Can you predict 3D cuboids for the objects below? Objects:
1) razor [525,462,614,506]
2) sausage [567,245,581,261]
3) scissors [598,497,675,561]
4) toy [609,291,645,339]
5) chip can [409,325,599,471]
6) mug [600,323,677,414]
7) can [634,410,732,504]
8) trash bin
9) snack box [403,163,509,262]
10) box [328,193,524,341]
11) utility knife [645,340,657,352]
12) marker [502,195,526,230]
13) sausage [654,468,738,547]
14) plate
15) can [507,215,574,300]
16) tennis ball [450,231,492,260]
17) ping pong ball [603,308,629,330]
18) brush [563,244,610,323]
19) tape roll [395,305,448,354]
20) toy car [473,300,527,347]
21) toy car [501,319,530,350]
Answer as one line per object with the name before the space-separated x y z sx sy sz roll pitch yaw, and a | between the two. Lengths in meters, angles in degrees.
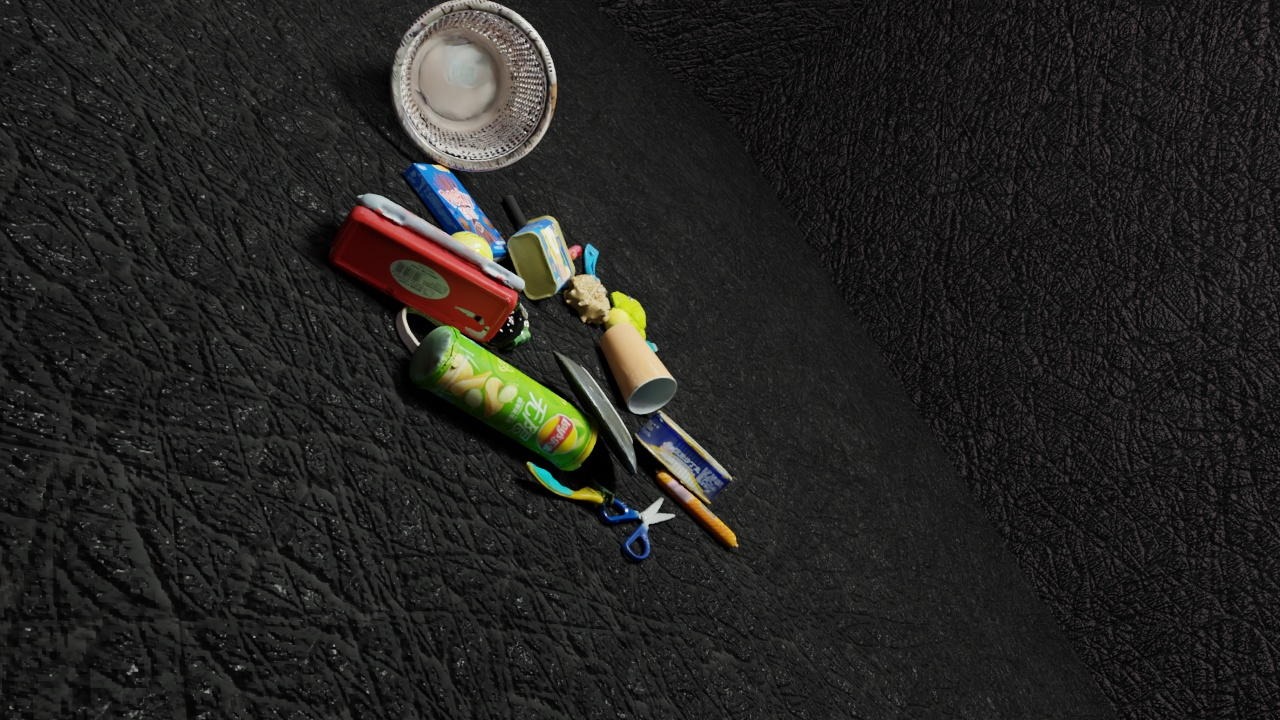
razor | -0.084 0.137 1.017 0.043 0.028 0.132 34 3 42
sausage | -0.120 -0.162 1.454 0.020 0.020 0.155 49 21 -4
scissors | -0.003 0.188 1.119 0.141 0.012 0.170 44 21 -18
toy | -0.019 -0.072 1.487 0.096 0.031 0.100 49 24 6
chip can | -0.145 0.042 0.990 0.221 0.073 0.072 35 26 -34
mug | -0.008 0.008 1.326 0.078 0.078 0.122 24 29 -49
can | 0.060 0.132 1.253 0.148 0.049 0.074 43 2 -19
trash bin | -0.252 -0.402 1.332 0.227 0.227 0.192 39 4 -26
snack box | -0.248 -0.200 1.248 0.157 0.026 0.084 52 21 4
box | -0.229 -0.114 1.013 0.201 0.095 0.098 29 28 -21
utility knife | -0.011 -0.025 1.451 0.029 0.013 0.164 57 22 16
marker | -0.175 -0.199 1.400 0.132 0.022 0.020 60 -13 22
sausage | 0.076 0.201 1.241 0.165 0.021 0.021 45 22 -15
plate | -0.049 0.059 1.105 0.179 0.024 0.179 56 -8 11
can | -0.141 -0.144 1.296 0.083 0.057 0.102 -62 135 -65
tennis ball | -0.216 -0.126 1.136 0.065 0.066 0.065 41 23 -22
ping pong ball | -0.037 -0.060 1.419 0.040 0.040 0.040 41 23 -22
brush | -0.081 -0.130 1.460 0.083 0.046 0.254 38 20 -19
tape roll | -0.231 -0.026 1.012 0.086 0.014 0.085 41 23 -22
toy car | -0.204 -0.077 1.081 0.156 0.071 0.041 43 -21 -4
toy car | -0.174 -0.055 1.130 0.091 0.043 0.036 57 43 -5
